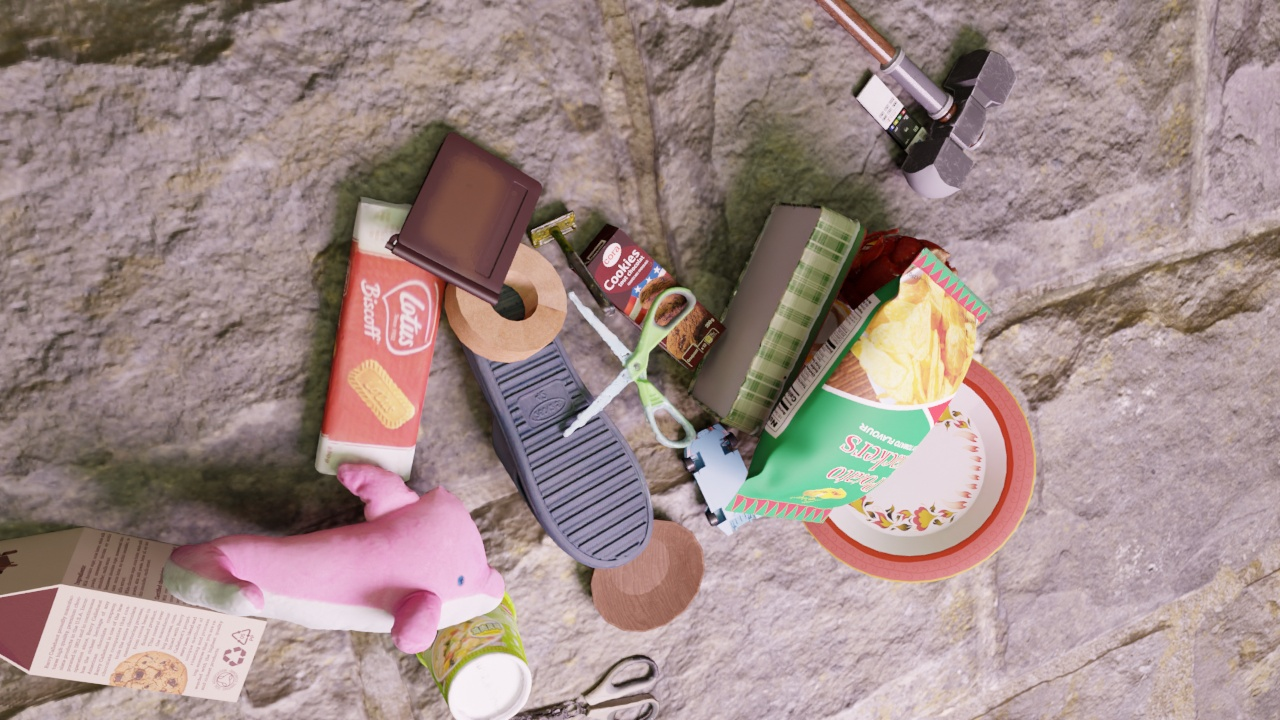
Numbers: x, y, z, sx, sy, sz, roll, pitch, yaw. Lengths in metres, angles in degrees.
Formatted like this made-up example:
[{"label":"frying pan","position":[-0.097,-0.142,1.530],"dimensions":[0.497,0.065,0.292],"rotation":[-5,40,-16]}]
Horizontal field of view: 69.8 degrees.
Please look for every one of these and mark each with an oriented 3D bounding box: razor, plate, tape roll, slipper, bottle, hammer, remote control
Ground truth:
[{"label":"razor","position":[-0.050,-0.076,0.751],"dimensions":[0.042,0.106,0.026],"rotation":[-26,152,-15]},{"label":"plate","position":[0.254,0.095,0.880],"dimensions":[0.230,0.230,0.021],"rotation":[-58,157,1]},{"label":"tape roll","position":[-0.107,-0.047,0.731],"dimensions":[0.094,0.027,0.094],"rotation":[11,68,-27]},{"label":"slipper","position":[-0.086,0.060,0.783],"dimensions":[0.101,0.083,0.263],"rotation":[-30,95,-33]},{"label":"bottle","position":[0.178,-0.016,0.860],"dimensions":[0.063,0.063,0.108],"rotation":[-56,152,0]},{"label":"hammer","position":[0.197,-0.289,0.809],"dimensions":[0.322,0.043,0.156],"rotation":[32,82,-25]},{"label":"bottle","position":[0.229,-0.078,0.852],"dimensions":[0.098,0.111,0.099],"rotation":[-7,108,-21]},{"label":"remote control","position":[0.250,-0.221,0.875],"dimensions":[0.124,0.012,0.028],"rotation":[37,89,-27]}]

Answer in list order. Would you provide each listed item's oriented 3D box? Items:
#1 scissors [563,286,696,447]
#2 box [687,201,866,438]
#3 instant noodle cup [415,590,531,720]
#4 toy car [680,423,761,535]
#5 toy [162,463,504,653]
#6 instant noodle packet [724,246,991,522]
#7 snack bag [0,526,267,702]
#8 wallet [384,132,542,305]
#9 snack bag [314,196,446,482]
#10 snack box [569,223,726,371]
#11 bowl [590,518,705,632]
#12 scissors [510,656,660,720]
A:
[{"label":"scissors","position":[-0.004,0.005,0.774],"dimensions":[0.171,0.021,0.172],"rotation":[-47,112,-17]},{"label":"box","position":[0.116,-0.040,0.815],"dimensions":[0.050,0.117,0.205],"rotation":[24,93,-17]},{"label":"instant noodle cup","position":[-0.143,0.259,0.799],"dimensions":[0.098,0.108,0.099],"rotation":[-7,108,-21]},{"label":"toy car","position":[0.076,0.113,0.891],"dimensions":[0.060,0.027,0.108],"rotation":[-28,104,-13]},{"label":"toy","position":[-0.217,0.144,0.704],"dimensions":[0.265,0.187,0.127],"rotation":[12,85,-39]},{"label":"instant noodle packet","position":[0.192,0.037,0.778],"dimensions":[0.253,0.090,0.195],"rotation":[-55,145,12]},{"label":"snack bag","position":[-0.394,0.181,0.680],"dimensions":[0.206,0.094,0.070],"rotation":[20,96,-26]},{"label":"wallet","position":[-0.133,-0.111,0.710],"dimensions":[0.091,0.018,0.115],"rotation":[28,61,-21]},{"label":"snack bag","position":[-0.203,-0.014,0.734],"dimensions":[0.077,0.041,0.225],"rotation":[9,103,-22]},{"label":"snack box","position":[0.008,-0.054,0.813],"dimensions":[0.141,0.032,0.051],"rotation":[41,87,-26]},{"label":"bowl","position":[0.003,0.202,0.885],"dimensions":[0.117,0.030,0.118],"rotation":[-6,107,-21]},{"label":"scissors","position":[-0.053,0.354,0.914],"dimensions":[0.169,0.012,0.133],"rotation":[-37,113,-12]}]
